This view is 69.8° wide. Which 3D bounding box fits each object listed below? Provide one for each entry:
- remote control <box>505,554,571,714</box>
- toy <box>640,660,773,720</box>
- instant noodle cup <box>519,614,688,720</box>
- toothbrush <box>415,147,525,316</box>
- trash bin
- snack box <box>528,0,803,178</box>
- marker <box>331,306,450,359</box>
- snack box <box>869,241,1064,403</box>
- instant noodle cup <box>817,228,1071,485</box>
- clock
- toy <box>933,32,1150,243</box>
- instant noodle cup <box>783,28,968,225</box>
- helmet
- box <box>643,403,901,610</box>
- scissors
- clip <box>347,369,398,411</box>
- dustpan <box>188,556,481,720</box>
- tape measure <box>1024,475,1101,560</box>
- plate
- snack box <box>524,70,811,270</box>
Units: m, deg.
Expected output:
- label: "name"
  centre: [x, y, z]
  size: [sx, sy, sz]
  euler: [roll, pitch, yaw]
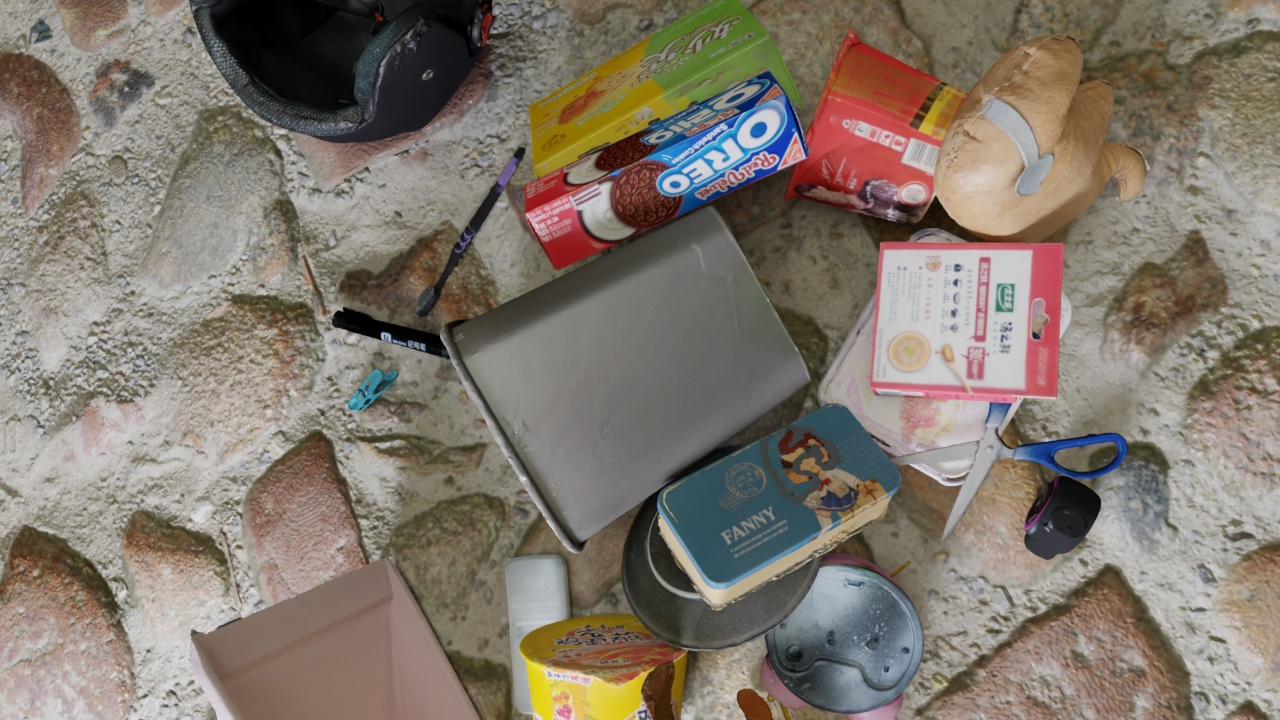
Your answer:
- label: "remote control"
  centre: [-0.087, 0.239, 0.806]
  size: [0.056, 0.020, 0.136]
  euler: [-7, 82, 14]
- label: "toy"
  centre: [0.074, 0.341, 0.676]
  size: [0.246, 0.226, 0.090]
  euler: [38, 130, -22]
- label: "instant noodle cup"
  centre: [-0.027, 0.276, 0.733]
  size: [0.138, 0.138, 0.110]
  euler: [-1, 91, 14]
- label: "toothbrush"
  centre: [-0.162, -0.123, 0.868]
  size: [0.014, 0.016, 0.189]
  euler: [32, 91, 15]
- label: "trash bin"
  centre: [-0.004, 0.004, 0.722]
  size: [0.220, 0.199, 0.198]
  euler: [-29, 93, 1]
- label: "snack box"
  centre: [0.012, -0.210, 0.763]
  size: [0.210, 0.157, 0.070]
  euler: [-27, 123, 10]
- label: "marker"
  centre: [-0.232, -0.026, 0.872]
  size: [0.132, 0.020, 0.022]
  euler: [14, 58, 16]
- label: "snack box"
  centre: [0.238, -0.028, 0.673]
  size: [0.127, 0.044, 0.113]
  euler: [4, 81, 22]
- label: "instant noodle cup"
  centre: [0.238, -0.002, 0.733]
  size: [0.138, 0.060, 0.173]
  euler: [31, 91, 15]
- label: "clock"
  centre: [0.154, 0.226, 0.719]
  size: [0.117, 0.059, 0.158]
  euler: [10, 96, 8]
- label: "toy"
  centre: [0.298, -0.143, 0.676]
  size: [0.144, 0.225, 0.082]
  euler: [-52, 51, 23]
- label: "instant noodle cup"
  centre: [0.189, -0.174, 0.732]
  size: [0.108, 0.138, 0.138]
  euler: [22, 89, 6]
- label: "helmet"
  centre: [-0.245, -0.321, 0.800]
  size: [0.233, 0.230, 0.275]
  euler: [36, 94, 0]
- label: "box"
  centre: [0.095, 0.108, 0.673]
  size: [0.184, 0.059, 0.089]
  euler: [-26, 58, -20]
- label: "scissors"
  centre: [0.271, 0.057, 0.683]
  size: [0.176, 0.012, 0.162]
  euler: [4, 87, 14]
- label: "clip"
  centre: [-0.256, 0.028, 0.870]
  size: [0.056, 0.038, 0.013]
  euler: [-44, 73, 12]
- label: "dustpan"
  centre: [-0.198, 0.305, 0.732]
  size: [0.139, 0.222, 0.273]
  euler: [-8, 95, 25]
- label: "tape measure"
  centre: [0.320, 0.117, 0.701]
  size: [0.039, 0.057, 0.057]
  euler: [33, 60, 14]
- label: "plate"
  centre: [0.059, 0.141, 0.731]
  size: [0.180, 0.024, 0.179]
  euler: [-19, 45, 20]
- label: "snack box"
  centre: [0.017, -0.140, 0.678]
  size: [0.208, 0.058, 0.057]
  euler: [-23, 123, 8]
